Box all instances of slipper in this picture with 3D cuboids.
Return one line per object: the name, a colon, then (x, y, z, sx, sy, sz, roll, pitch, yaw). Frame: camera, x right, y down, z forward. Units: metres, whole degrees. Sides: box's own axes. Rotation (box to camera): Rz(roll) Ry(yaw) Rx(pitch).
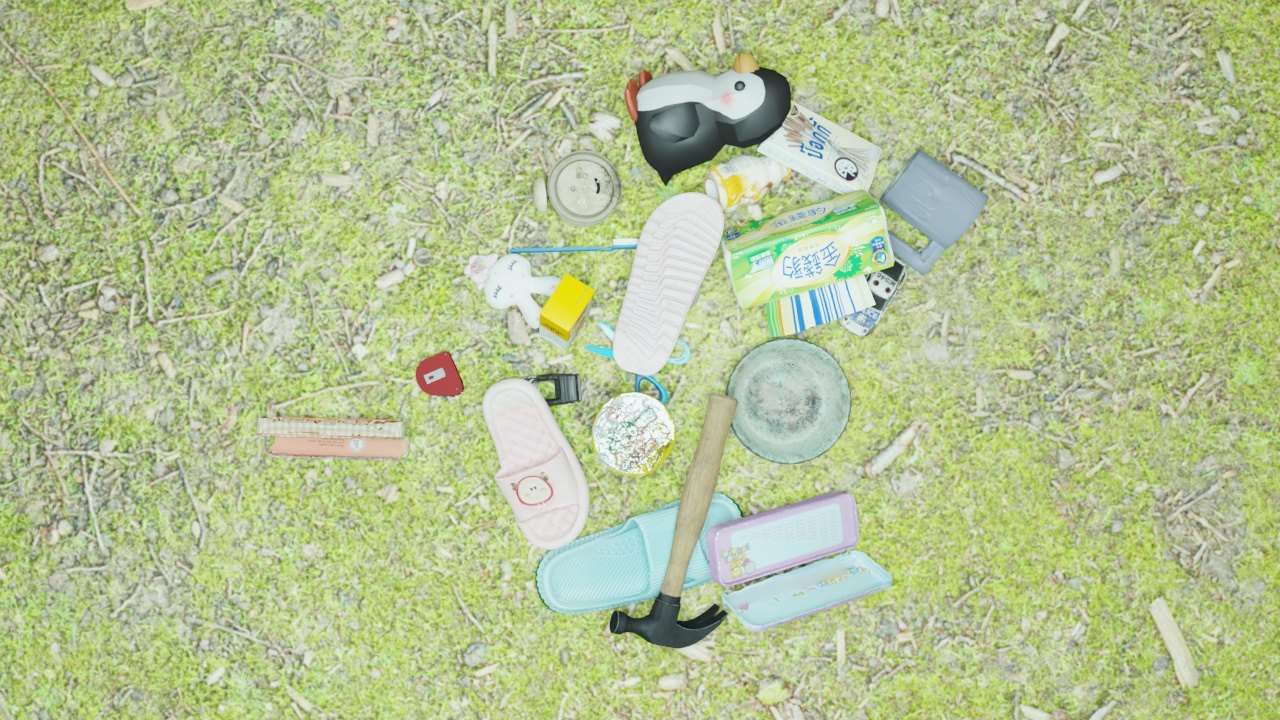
slipper: (-0.131, 0.128, 1.129, 0.107, 0.055, 0.221, -17, 97, 16)
slipper: (0.002, 0.247, 1.139, 0.276, 0.069, 0.116, -17, 91, -1)
slipper: (0.030, -0.097, 1.155, 0.094, 0.064, 0.239, 21, 97, 3)

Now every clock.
clock: (-0.091, -0.211, 1.161, 0.140, 0.054, 0.093, -7, 87, -9)

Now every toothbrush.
toothbrush: (-0.084, -0.147, 1.177, 0.166, 0.016, 0.014, -2, 88, 0)

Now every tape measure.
tape measure: (-0.257, 0.023, 1.166, 0.051, 0.019, 0.059, -24, 88, -2)

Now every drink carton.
drink carton: (-0.092, -0.056, 1.123, 0.040, 0.123, 0.058, 32, 77, 0)

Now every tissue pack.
tissue pack: (0.208, -0.108, 1.128, 0.198, 0.120, 0.141, -14, 112, 13)

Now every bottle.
bottle: (0.137, -0.230, 1.162, 0.108, 0.063, 0.063, -22, 88, -16)

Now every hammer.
hammer: (0.066, 0.191, 1.101, 0.132, 0.040, 0.305, 16, 89, -19)

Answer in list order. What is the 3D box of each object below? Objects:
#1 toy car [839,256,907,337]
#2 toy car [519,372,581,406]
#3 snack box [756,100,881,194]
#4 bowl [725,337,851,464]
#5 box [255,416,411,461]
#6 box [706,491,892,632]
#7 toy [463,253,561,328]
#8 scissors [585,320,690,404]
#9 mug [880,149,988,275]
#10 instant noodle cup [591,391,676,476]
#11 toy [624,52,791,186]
toy car: (0.298, -0.083, 1.169, 0.048, 0.040, 0.113, 32, 88, 1)
toy car: (-0.116, 0.037, 1.145, 0.092, 0.037, 0.040, -5, 89, 32)
snack box: (0.227, -0.267, 1.160, 0.150, 0.026, 0.081, 26, 64, -6)
bowl: (0.184, 0.051, 1.162, 0.157, 0.038, 0.157, 0, 88, -1)
box: (-0.384, 0.097, 1.144, 0.187, 0.054, 0.076, 1, 120, 0)
box: (0.188, 0.243, 1.104, 0.213, 0.062, 0.140, -10, 61, -26)
toy: (-0.165, -0.098, 1.163, 0.125, 0.037, 0.076, 30, 86, -3)
scissors: (-0.010, 0.007, 1.175, 0.140, 0.013, 0.113, 11, 89, -3)
mug: (0.356, -0.187, 1.159, 0.104, 0.083, 0.124, 37, 106, 1)
instant noodle cup: (-0.011, 0.088, 1.122, 0.102, 0.108, 0.102, 0, 88, -1)
toy: (0.093, -0.293, 1.114, 0.184, 0.158, 0.140, -6, 115, 19)
